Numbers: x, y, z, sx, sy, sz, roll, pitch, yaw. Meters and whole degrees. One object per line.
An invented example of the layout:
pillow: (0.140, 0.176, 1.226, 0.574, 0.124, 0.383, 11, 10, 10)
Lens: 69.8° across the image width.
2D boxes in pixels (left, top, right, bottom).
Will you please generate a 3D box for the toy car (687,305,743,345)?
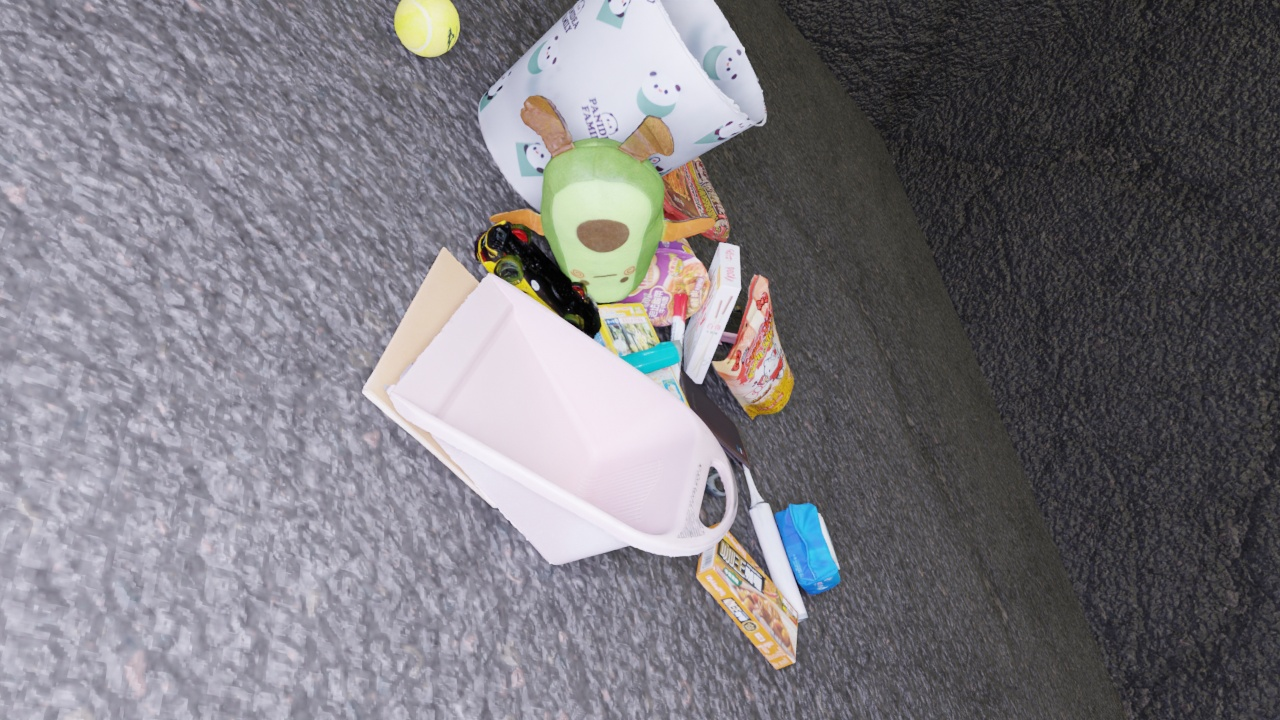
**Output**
toy car: (0.107, -0.050, 1.256, 0.122, 0.037, 0.056, 10, 51, -41)

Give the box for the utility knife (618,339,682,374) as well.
utility knife: (-0.024, 0.008, 0.932, 0.204, 0.013, 0.029, -16, 77, -44)

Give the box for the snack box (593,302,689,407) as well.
snack box: (-0.006, 0.006, 0.991, 0.086, 0.034, 0.140, -9, 73, -53)

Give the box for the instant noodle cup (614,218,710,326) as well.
instant noodle cup: (0.018, -0.111, 1.089, 0.111, 0.112, 0.099, 41, 23, -33)

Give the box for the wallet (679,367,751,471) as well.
wallet: (0.081, 0.068, 1.087, 0.122, 0.020, 0.096, 45, 13, -26)

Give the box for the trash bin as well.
trash bin: (-0.027, -0.291, 1.014, 0.229, 0.252, 0.229, 41, 32, -33)

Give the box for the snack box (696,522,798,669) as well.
snack box: (0.115, 0.251, 0.978, 0.154, 0.026, 0.075, 51, 28, -19)

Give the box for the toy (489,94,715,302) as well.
toy: (-0.039, -0.147, 0.914, 0.247, 0.227, 0.089, 87, 11, -52)

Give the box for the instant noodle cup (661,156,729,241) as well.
instant noodle cup: (0.036, -0.242, 1.270, 0.188, 0.079, 0.164, 20, 47, -54)

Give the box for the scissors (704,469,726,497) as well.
scissors: (0.056, 0.126, 1.014, 0.174, 0.014, 0.159, 33, 38, -40)

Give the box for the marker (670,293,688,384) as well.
marker: (0.039, -0.004, 1.041, 0.017, 0.017, 0.145, 17, 76, -54)

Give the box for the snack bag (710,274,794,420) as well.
snack bag: (0.145, -0.006, 1.162, 0.128, 0.073, 0.208, -62, 155, -15)

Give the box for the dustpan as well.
dustpan: (-0.041, 0.045, 0.767, 0.273, 0.139, 0.222, 57, 26, -22)

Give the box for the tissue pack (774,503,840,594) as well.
tissue pack: (0.202, 0.223, 1.088, 0.157, 0.052, 0.095, 52, 19, -66)

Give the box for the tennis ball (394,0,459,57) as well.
tennis ball: (-0.219, -0.346, 0.942, 0.065, 0.066, 0.065, 41, 33, -34)

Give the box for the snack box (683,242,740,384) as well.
snack box: (0.084, -0.055, 1.101, 0.027, 0.157, 0.084, 12, 42, -7)

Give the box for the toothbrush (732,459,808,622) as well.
toothbrush: (0.149, 0.200, 1.086, 0.026, 0.026, 0.220, 10, 55, -47)

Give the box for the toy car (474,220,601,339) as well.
toy car: (-0.098, -0.073, 0.908, 0.156, 0.041, 0.071, 42, 32, -29)

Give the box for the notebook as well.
notebook: (-0.146, 0.008, 0.782, 0.148, 0.008, 0.207, 47, 30, -25)
